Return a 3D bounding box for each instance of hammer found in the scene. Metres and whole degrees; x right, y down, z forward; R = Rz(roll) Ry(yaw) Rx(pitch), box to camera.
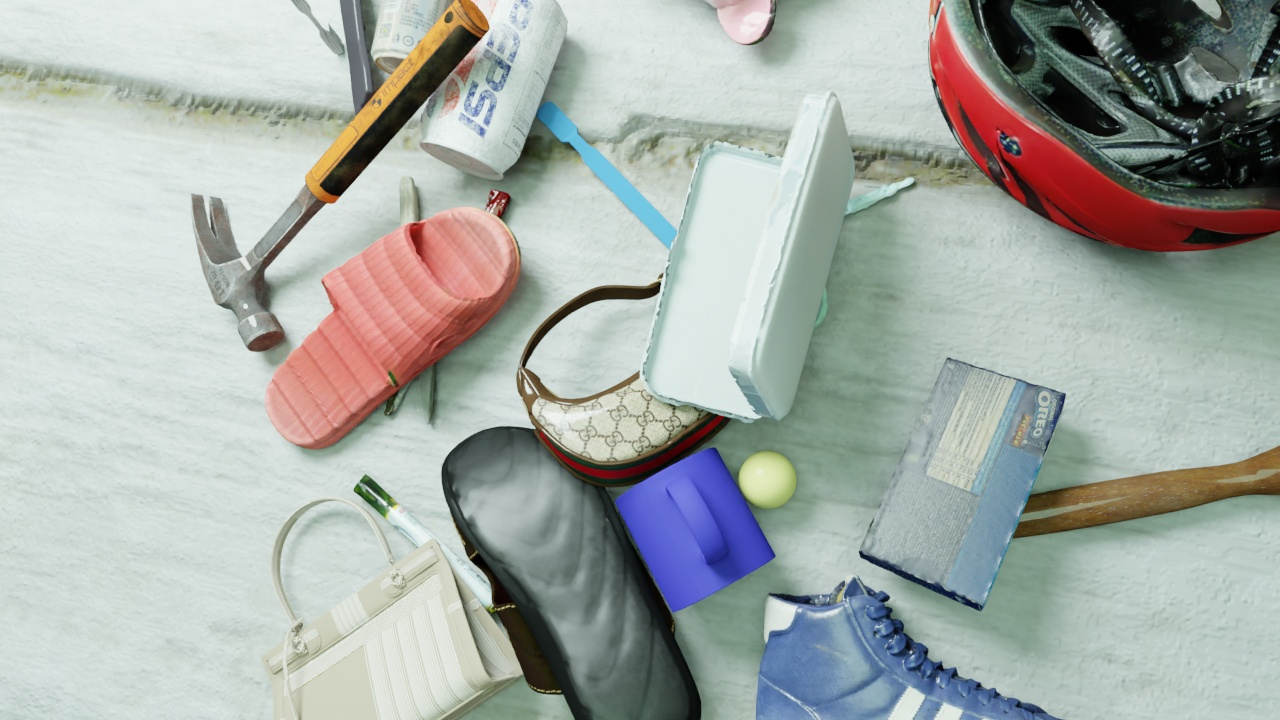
[{"bbox_3d":[-0.231,-0.154,0.687,0.315,0.035,0.137,-40,74,22],"label":"hammer"},{"bbox_3d":[0.344,0.083,0.594,0.323,0.033,0.115,-13,82,10],"label":"hammer"}]

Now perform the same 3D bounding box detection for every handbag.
[{"bbox_3d":[-0.208,0.191,0.676,0.176,0.062,0.198,-35,70,8],"label":"handbag"},{"bbox_3d":[-0.004,0.004,0.644,0.166,0.063,0.138,-34,70,-14],"label":"handbag"}]

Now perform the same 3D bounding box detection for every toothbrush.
[{"bbox_3d":[-0.020,-0.138,0.704,0.016,0.014,0.166,-44,81,3],"label":"toothbrush"},{"bbox_3d":[-0.262,-0.280,0.681,0.010,0.181,0.010,-15,77,3],"label":"toothbrush"}]

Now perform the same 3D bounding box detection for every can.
[{"bbox_3d":[-0.112,-0.214,0.696,0.078,0.078,0.136,19,86,13],"label":"can"},{"bbox_3d":[-0.175,-0.296,0.731,0.054,0.054,0.135,9,84,12],"label":"can"}]

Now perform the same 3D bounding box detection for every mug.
[{"bbox_3d":[0.037,0.111,0.608,0.079,0.111,0.083,-27,78,-6],"label":"mug"}]

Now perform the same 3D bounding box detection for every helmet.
[{"bbox_3d":[0.298,-0.176,0.564,0.272,0.167,0.217,34,75,6],"label":"helmet"}]

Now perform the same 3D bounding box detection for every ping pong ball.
[{"bbox_3d":[0.088,0.083,0.637,0.040,0.040,0.040,-1,82,11],"label":"ping pong ball"}]

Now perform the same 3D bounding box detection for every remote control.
[{"bbox_3d":[-0.231,-0.262,0.746,0.009,0.047,0.124,-5,79,-29],"label":"remote control"}]

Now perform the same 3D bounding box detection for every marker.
[{"bbox_3d":[-0.160,0.138,0.690,0.146,0.017,0.017,38,91,13],"label":"marker"}]

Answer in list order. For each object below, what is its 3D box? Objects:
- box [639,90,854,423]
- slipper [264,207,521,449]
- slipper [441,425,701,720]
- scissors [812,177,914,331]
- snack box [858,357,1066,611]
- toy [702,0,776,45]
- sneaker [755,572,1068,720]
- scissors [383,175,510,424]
[{"bbox_3d":[0.059,-0.068,0.611,0.125,0.106,0.215,7,65,30],"label":"box"},{"bbox_3d":[-0.199,-0.027,0.686,0.249,0.059,0.103,-39,76,12],"label":"slipper"},{"bbox_3d":[-0.051,0.158,0.640,0.113,0.076,0.267,-30,65,-13],"label":"slipper"},{"bbox_3d":[0.120,-0.095,0.671,0.171,0.023,0.167,-18,75,8],"label":"scissors"},{"bbox_3d":[0.211,0.077,0.599,0.082,0.027,0.150,22,77,27],"label":"snack box"},{"bbox_3d":[0.042,-0.344,0.681,0.213,0.084,0.142,37,93,15],"label":"toy"},{"bbox_3d":[0.186,0.196,0.584,0.233,0.091,0.118,-6,79,18],"label":"sneaker"},{"bbox_3d":[-0.160,-0.059,0.718,0.187,0.015,0.179,-35,79,5],"label":"scissors"}]
